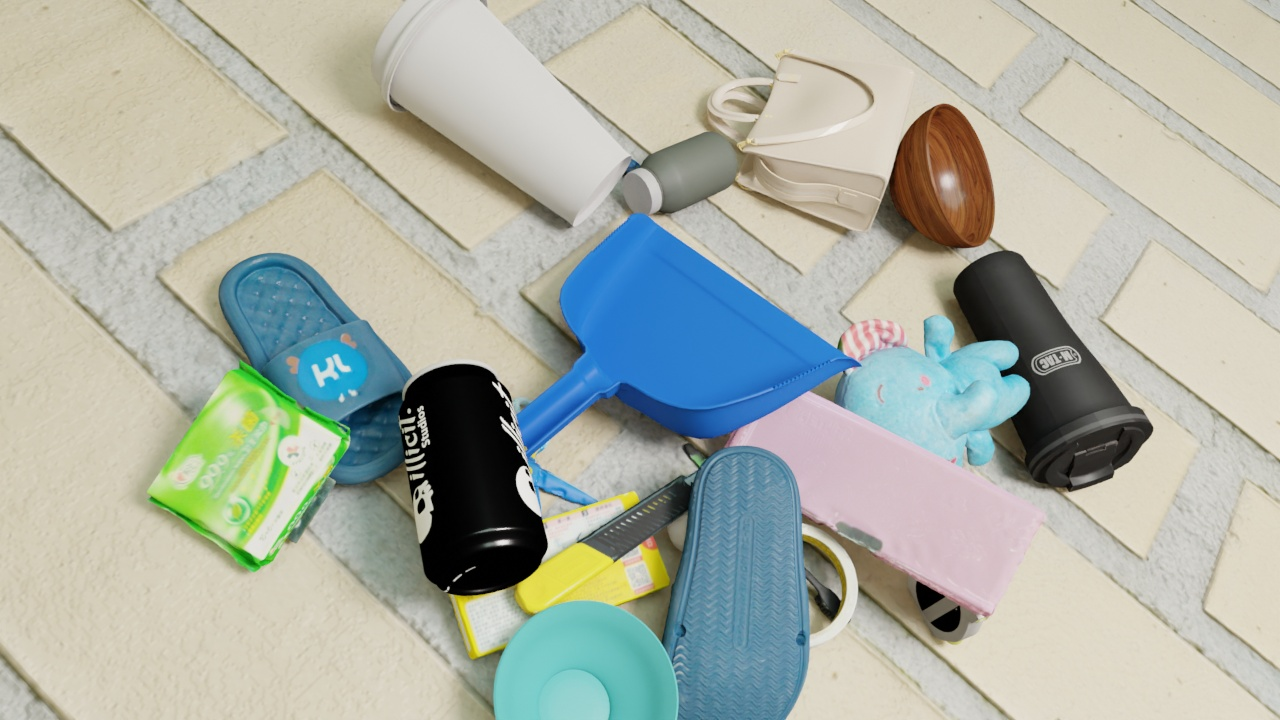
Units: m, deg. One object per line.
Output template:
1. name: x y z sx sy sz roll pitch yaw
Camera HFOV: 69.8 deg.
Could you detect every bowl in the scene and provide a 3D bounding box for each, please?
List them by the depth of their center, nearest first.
1. bowl: -0.039 0.226 0.610 0.121 0.046 0.121 8 58 -13
2. bowl: 0.298 -0.181 0.941 0.147 0.069 0.147 13 71 -44

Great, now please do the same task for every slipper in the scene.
1. slipper: 0.070 0.168 0.654 0.104 0.059 0.213 8 80 0
2. slipper: -0.236 -0.005 0.684 0.103 0.059 0.213 -27 69 -32

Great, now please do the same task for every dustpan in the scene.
1. dustpan: -0.004 0.004 0.727 0.257 0.059 0.245 -41 57 -15

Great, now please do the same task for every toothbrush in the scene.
1. toothbrush: 0.097 0.137 0.731 0.014 0.017 0.188 -31 69 -34

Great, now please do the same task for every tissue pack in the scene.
1. tissue pack: -0.262 0.072 0.621 0.099 0.034 0.114 31 83 2

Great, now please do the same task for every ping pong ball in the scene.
1. ping pong ball: 0.041 0.127 0.699 0.040 0.040 0.040 8 58 -13

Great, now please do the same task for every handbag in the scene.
1. handbag: 0.163 -0.240 0.941 0.198 0.101 0.194 18 55 8

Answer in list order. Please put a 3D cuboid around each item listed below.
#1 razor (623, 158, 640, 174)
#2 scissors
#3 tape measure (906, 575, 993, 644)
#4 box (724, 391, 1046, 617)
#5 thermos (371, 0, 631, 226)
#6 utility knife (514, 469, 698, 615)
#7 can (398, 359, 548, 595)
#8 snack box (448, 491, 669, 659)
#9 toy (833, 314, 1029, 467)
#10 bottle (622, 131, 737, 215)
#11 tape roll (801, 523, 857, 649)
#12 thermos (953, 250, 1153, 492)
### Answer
1. razor: -0.056 -0.222 0.898 0.141 0.018 0.043 40 59 4
2. scissors: -0.088 0.081 0.707 0.125 0.016 0.125 26 58 -5
3. tape measure: 0.239 0.184 0.711 0.016 0.065 0.064 -12 62 -24
4. box: 0.179 0.098 0.704 0.233 0.041 0.098 26 83 23
5. thermos: -0.119 -0.223 0.823 0.222 0.132 0.131 40 56 0
6. utility knife: -0.005 0.121 0.663 0.197 0.020 0.029 -29 79 -26
7. can: -0.116 0.077 0.621 0.080 0.080 0.146 -6 54 -20
8. snack box: -0.060 0.151 0.658 0.152 0.025 0.075 -14 71 -24
9. toy: 0.251 0.040 0.763 0.180 0.115 0.183 -20 93 -9
10. bottle: 0.038 -0.175 0.872 0.108 0.060 0.060 -29 71 -30
11. tape roll: 0.116 0.170 0.695 0.094 0.019 0.094 0 65 0
12. thermos: 0.368 0.003 0.846 0.105 0.106 0.218 -4 56 -20
